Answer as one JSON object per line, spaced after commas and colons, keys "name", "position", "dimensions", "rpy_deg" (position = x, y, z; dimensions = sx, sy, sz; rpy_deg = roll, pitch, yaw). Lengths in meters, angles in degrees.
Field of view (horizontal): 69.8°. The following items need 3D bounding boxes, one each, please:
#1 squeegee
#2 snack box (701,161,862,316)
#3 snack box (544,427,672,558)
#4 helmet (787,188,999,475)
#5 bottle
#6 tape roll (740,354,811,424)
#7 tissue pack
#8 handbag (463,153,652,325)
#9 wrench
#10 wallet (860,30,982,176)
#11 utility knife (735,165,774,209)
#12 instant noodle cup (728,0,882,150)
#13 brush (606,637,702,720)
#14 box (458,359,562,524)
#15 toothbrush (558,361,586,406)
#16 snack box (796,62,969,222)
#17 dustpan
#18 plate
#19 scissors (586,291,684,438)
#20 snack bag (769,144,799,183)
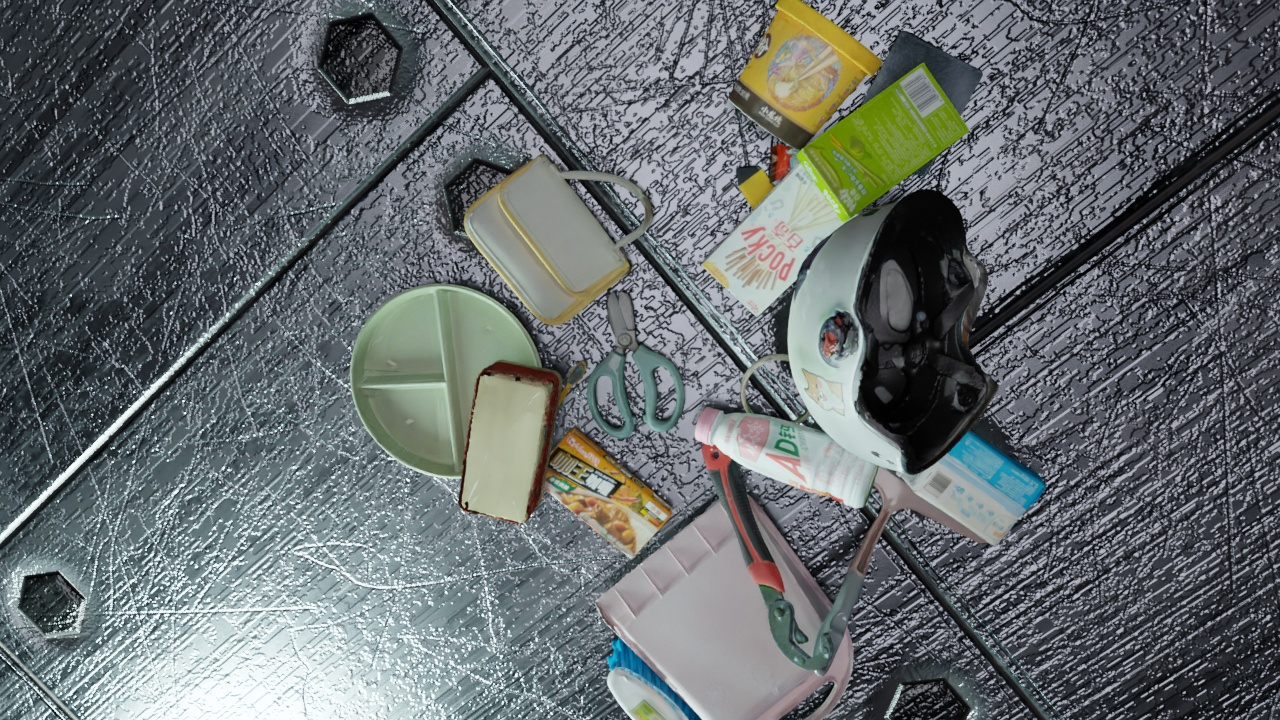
{"name": "squeegee", "position": [0.241, 0.231, 1.010], "dimensions": [0.247, 0.040, 0.249], "rpy_deg": [32, 69, -1]}
{"name": "snack box", "position": [0.148, -0.128, 0.969], "dimensions": [0.084, 0.026, 0.157], "rpy_deg": [42, 115, -7]}
{"name": "snack box", "position": [-0.044, 0.155, 1.070], "dimensions": [0.154, 0.026, 0.075], "rpy_deg": [40, 103, -3]}
{"name": "helmet", "position": [0.234, -0.027, 0.922], "dimensions": [0.157, 0.229, 0.274], "rpy_deg": [2, 114, 48]}
{"name": "bottle", "position": [0.157, 0.098, 0.997], "dimensions": [0.197, 0.068, 0.068], "rpy_deg": [18, 104, 20]}
{"name": "tape roll", "position": [0.155, 0.036, 1.028], "dimensions": [0.086, 0.014, 0.086], "rpy_deg": [1, 102, 6]}
{"name": "tissue pack", "position": [0.361, 0.128, 1.000], "dimensions": [0.140, 0.063, 0.090], "rpy_deg": [34, 103, -1]}
{"name": "handbag", "position": [-0.080, -0.144, 0.995], "dimensions": [0.179, 0.063, 0.163], "rpy_deg": [-37, 97, 9]}
{"name": "wrench", "position": [0.129, 0.207, 1.000], "dimensions": [0.056, 0.016, 0.273], "rpy_deg": [-35, 64, 22]}
{"name": "wallet", "position": [0.282, -0.265, 0.947], "dimensions": [0.097, 0.019, 0.121], "rpy_deg": [28, 100, 0]}
{"name": "utility knife", "position": [0.165, -0.131, 0.990], "dimensions": [0.033, 0.015, 0.195], "rpy_deg": [-34, 98, 18]}
{"name": "instant noodle cup", "position": [0.157, -0.282, 0.912], "dimensions": [0.118, 0.118, 0.115], "rpy_deg": [35, 112, -2]}
{"name": "brush", "position": [0.072, 0.463, 1.083], "dimensions": [0.060, 0.109, 0.314], "rpy_deg": [-43, 96, 12]}
{"name": "box", "position": [-0.144, 0.092, 1.012], "dimensions": [0.091, 0.080, 0.168], "rpy_deg": [12, 104, 4]}
{"name": "toothbrush", "position": [-0.116, 0.079, 1.065], "dimensions": [0.016, 0.018, 0.191], "rpy_deg": [34, 104, 0]}
{"name": "snack box", "position": [0.242, -0.217, 0.917], "dimensions": [0.156, 0.026, 0.086], "rpy_deg": [-37, 93, -6]}
{"name": "dustpan", "position": [0.115, 0.319, 1.076], "dimensions": [0.222, 0.139, 0.273], "rpy_deg": [-37, 72, 4]}
{"name": "plate", "position": [-0.222, 0.024, 1.061], "dimensions": [0.230, 0.027, 0.230], "rpy_deg": [1, 103, 6]}
{"name": "scissors", "position": [-0.031, 0.010, 1.043], "dimensions": [0.132, 0.019, 0.185], "rpy_deg": [-28, 96, 11]}
{"name": "snack bag", "position": [0.188, -0.203, 0.965], "dimensions": [0.104, 0.026, 0.048], "rpy_deg": [5, 74, 3]}
